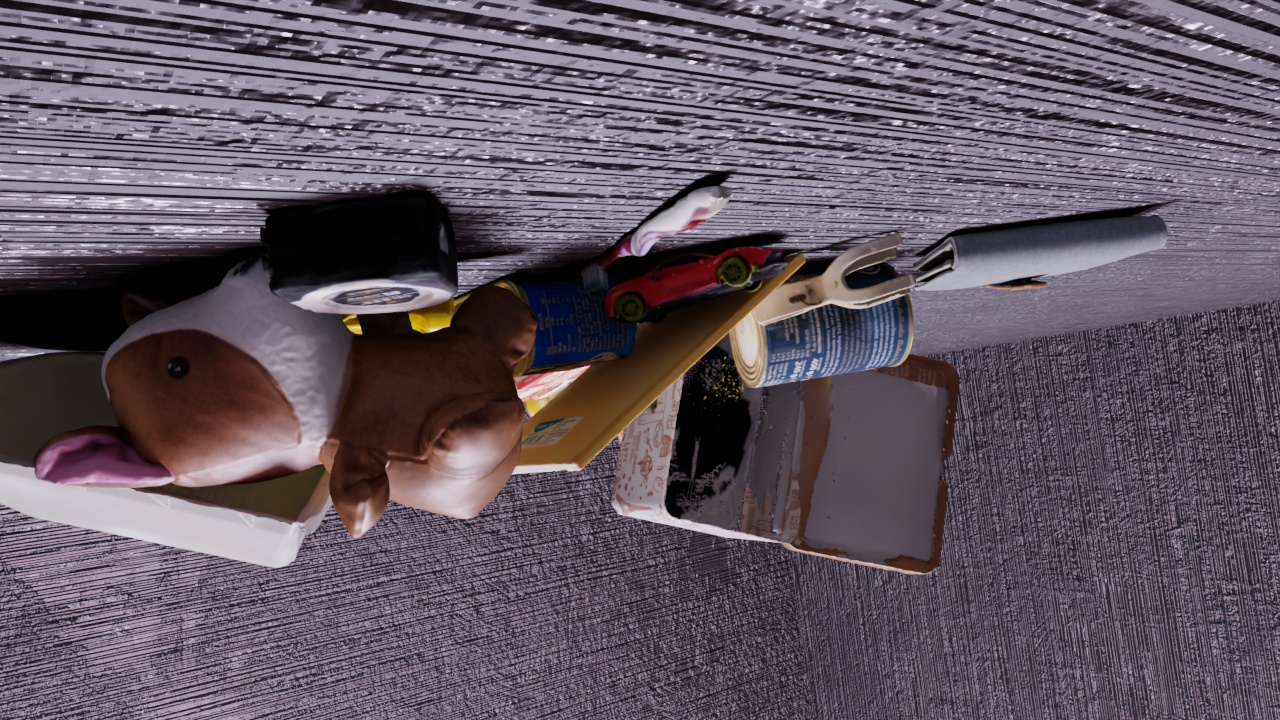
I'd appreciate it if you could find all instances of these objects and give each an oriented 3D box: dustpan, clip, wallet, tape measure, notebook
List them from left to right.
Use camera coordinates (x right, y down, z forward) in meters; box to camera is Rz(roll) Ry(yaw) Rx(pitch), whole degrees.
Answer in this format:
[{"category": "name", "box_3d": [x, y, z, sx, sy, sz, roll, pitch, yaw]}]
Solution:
[{"category": "dustpan", "box_3d": [-0.274, 0.030, 0.537, 0.222, 0.142, 0.258, 14, 156, -9]}, {"category": "tape measure", "box_3d": [-0.105, -0.039, 0.358, 0.066, 0.033, 0.066, -5, 174, -1]}, {"category": "notebook", "box_3d": [-0.003, 0.003, 0.575, 0.205, 0.010, 0.146, -42, -165, -30]}, {"category": "clip", "box_3d": [0.129, -0.047, 0.579, 0.101, 0.035, 0.096, -23, 173, 38]}, {"category": "wallet", "box_3d": [0.257, -0.066, 0.610, 0.130, 0.037, 0.106, -7, 176, 1]}]

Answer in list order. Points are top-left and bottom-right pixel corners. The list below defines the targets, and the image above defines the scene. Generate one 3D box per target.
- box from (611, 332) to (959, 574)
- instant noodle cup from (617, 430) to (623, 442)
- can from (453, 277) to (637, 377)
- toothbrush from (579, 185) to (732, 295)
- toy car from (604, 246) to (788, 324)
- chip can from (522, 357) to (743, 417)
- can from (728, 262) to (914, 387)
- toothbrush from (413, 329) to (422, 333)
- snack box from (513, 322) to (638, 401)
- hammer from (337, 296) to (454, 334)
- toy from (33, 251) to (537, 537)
[{"category": "box", "box_3d": [0.124, 0.063, 0.732, 0.260, 0.178, 0.103, 16, 167, -26]}, {"category": "instant noodle cup", "box_3d": [0.029, 0.037, 0.984, 0.151, 0.111, 0.151, -12, -174, 1]}, {"category": "can", "box_3d": [-0.063, -0.019, 0.579, 0.083, 0.057, 0.102, -7, 177, -36]}, {"category": "toothbrush", "box_3d": [0.001, -0.054, 0.445, 0.016, 0.017, 0.188, -5, 176, -21]}, {"category": "toy car", "box_3d": [0.032, -0.046, 0.526, 0.106, 0.031, 0.049, -16, 177, 17]}, {"category": "chip can", "box_3d": [-0.007, 0.027, 0.876, 0.214, 0.072, 0.072, -2, 179, 29]}, {"category": "can", "box_3d": [0.123, -0.025, 0.644, 0.111, 0.075, 0.075, -9, 177, -12]}, {"category": "toothbrush", "box_3d": [-0.119, -0.010, 0.761, 0.027, 0.026, 0.212, -23, 167, 27]}, {"category": "snack box", "box_3d": [-0.063, 0.000, 0.775, 0.075, 0.025, 0.153, -11, 167, -48]}, {"category": "hammer", "box_3d": [-0.177, 0.007, 0.624, 0.128, 0.032, 0.301, -3, 166, -6]}, {"category": "toy", "box_3d": [-0.151, 0.011, 0.423, 0.199, 0.131, 0.140, 4, -146, -5]}]
